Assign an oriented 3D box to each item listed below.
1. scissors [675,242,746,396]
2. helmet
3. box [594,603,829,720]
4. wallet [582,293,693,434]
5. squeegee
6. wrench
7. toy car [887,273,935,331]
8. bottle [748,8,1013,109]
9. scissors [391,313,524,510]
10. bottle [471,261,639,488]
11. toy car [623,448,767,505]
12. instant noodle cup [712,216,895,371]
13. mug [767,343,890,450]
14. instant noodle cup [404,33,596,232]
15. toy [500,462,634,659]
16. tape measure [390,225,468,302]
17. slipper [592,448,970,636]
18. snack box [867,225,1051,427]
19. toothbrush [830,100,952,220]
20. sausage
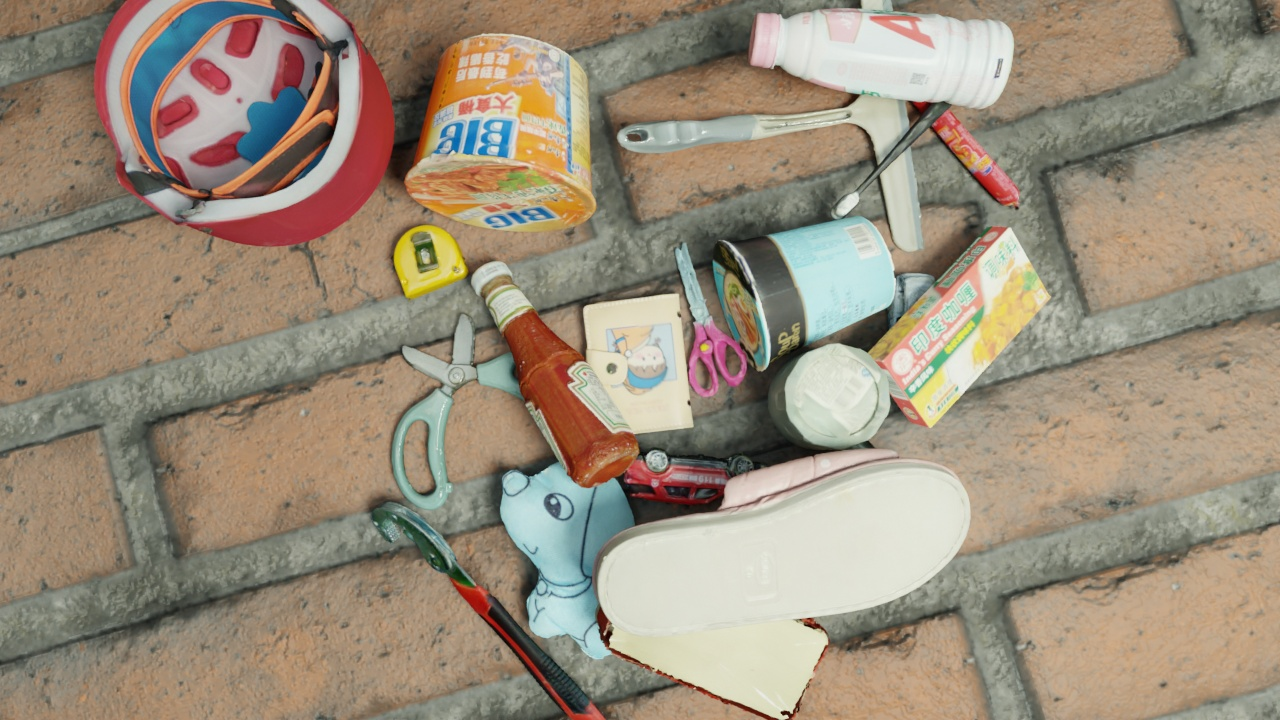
[{"bbox_3d":[0.054,-0.039,0.769,0.063,0.017,0.135,-21,76,39],"label":"scissors"},{"bbox_3d":[-0.305,-0.193,0.744,0.240,0.144,0.207,38,88,18],"label":"helmet"},{"bbox_3d":[0.057,0.208,0.712,0.168,0.079,0.091,26,88,-10],"label":"box"},{"bbox_3d":[-0.005,0.005,0.775,0.087,0.024,0.115,-6,87,-3],"label":"wallet"},{"bbox_3d":[0.100,-0.196,0.767,0.246,0.039,0.246,-9,93,-8],"label":"squeegee"},{"bbox_3d":[-0.120,0.215,0.756,0.273,0.056,0.016,44,47,3],"label":"wrench"},{"bbox_3d":[0.226,-0.028,0.760,0.043,0.034,0.090,3,88,-1],"label":"toy car"},{"bbox_3d":[0.185,-0.242,0.723,0.197,0.068,0.068,6,86,-1],"label":"bottle"},{"bbox_3d":[-0.132,0.051,0.779,0.170,0.019,0.173,12,86,5],"label":"scissors"},{"bbox_3d":[-0.076,0.006,0.742,0.060,0.060,0.206,-34,70,0],"label":"bottle"},{"bbox_3d":[0.045,0.095,0.752,0.120,0.053,0.045,1,88,5],"label":"toy car"},{"bbox_3d":[0.133,-0.061,0.737,0.120,0.111,0.111,-19,85,-8],"label":"instant noodle cup"},{"bbox_3d":[0.160,0.045,0.723,0.083,0.103,0.124,-40,85,-1],"label":"mug"},{"bbox_3d":[-0.106,-0.180,0.734,0.151,0.151,0.111,4,78,3],"label":"instant noodle cup"},{"bbox_3d":[-0.051,0.154,0.753,0.161,0.050,0.156,24,86,-6],"label":"toy"},{"bbox_3d":[-0.182,-0.087,0.785,0.060,0.029,0.057,-21,85,1],"label":"tape measure"},{"bbox_3d":[0.100,0.131,0.658,0.274,0.054,0.114,-14,105,-3],"label":"slipper"},{"bbox_3d":[0.256,-0.027,0.735,0.155,0.027,0.077,-45,113,-10],"label":"snack box"},{"bbox_3d":[0.221,-0.182,0.756,0.015,0.018,0.181,44,84,1],"label":"toothbrush"},{"bbox_3d":[0.268,-0.187,0.775,0.020,0.020,0.156,-39,85,0],"label":"sausage"}]
